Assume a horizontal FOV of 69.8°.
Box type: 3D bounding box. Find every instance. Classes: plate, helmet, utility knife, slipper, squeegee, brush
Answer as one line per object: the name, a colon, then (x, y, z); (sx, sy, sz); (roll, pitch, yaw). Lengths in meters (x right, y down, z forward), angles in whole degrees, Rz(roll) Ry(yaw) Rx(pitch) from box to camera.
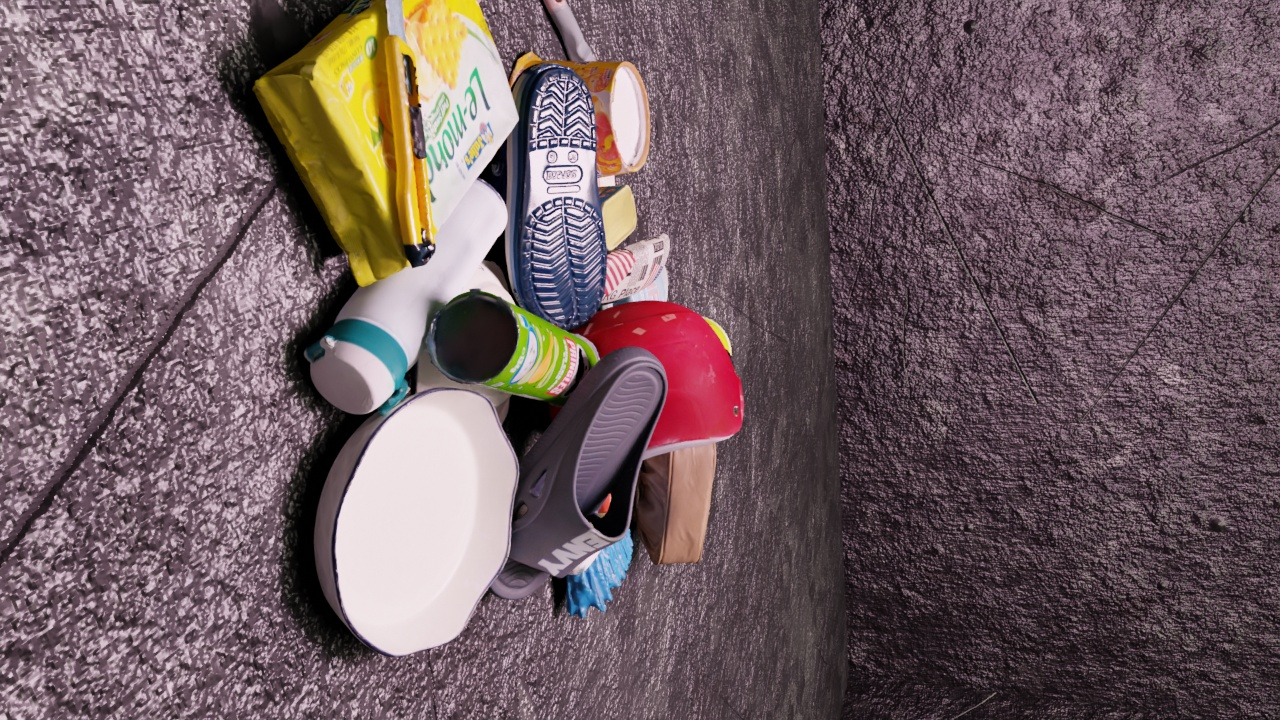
plate: (-0.171, 0.120, 0.708); (0.204, 0.046, 0.205); (-19, 112, -59)
helmet: (-0.006, 0.006, 0.968); (0.239, 0.207, 0.144); (-102, 176, -71)
utility knife: (-0.157, -0.163, 0.617); (0.033, 0.015, 0.202); (-30, 117, -69)
plate: (-0.145, -0.012, 0.824); (0.164, 0.034, 0.163); (-7, 97, -70)
slipper: (0.000, -0.074, 1.155); (0.244, 0.074, 0.104); (-40, 128, -65)
squeegee: (-0.086, -0.379, 0.965); (0.247, 0.040, 0.250); (-63, 157, -19)
brush: (-0.034, 0.160, 1.110); (0.313, 0.061, 0.109); (-63, 144, -55)
slipper: (-0.052, 0.115, 0.815); (0.110, 0.083, 0.268); (24, 101, -47)
slipper: (-0.096, -0.151, 0.872); (0.104, 0.095, 0.253); (-18, 118, -36)

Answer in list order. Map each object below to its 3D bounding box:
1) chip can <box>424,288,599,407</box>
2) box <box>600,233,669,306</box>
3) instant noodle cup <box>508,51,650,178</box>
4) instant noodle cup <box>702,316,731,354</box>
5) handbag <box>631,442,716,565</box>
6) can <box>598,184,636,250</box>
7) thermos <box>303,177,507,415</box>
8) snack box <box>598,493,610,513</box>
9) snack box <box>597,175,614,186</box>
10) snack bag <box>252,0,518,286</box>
chip can: (-0.095, -0.003, 0.761); (0.236, 0.072, 0.072); (28, 64, -76)
box: (-0.026, -0.106, 1.005); (0.075, 0.087, 0.161); (49, 31, 8)
instant noodle cup: (-0.058, -0.245, 0.940); (0.138, 0.110, 0.138); (1, 90, -68)
instant noodle cup: (0.052, -0.006, 1.253); (0.123, 0.112, 0.111); (-5, 95, -65)
handbag: (0.038, 0.159, 1.187); (0.147, 0.099, 0.205); (-112, -154, -65)
can: (-0.059, -0.151, 0.977); (0.101, 0.083, 0.057); (-53, 139, -58)
thermos: (-0.172, -0.053, 0.700); (0.223, 0.073, 0.073); (-68, 151, -43)
snack box: (-0.055, 0.132, 1.003); (0.091, 0.080, 0.082); (-11, 101, -70)
snack box: (-0.054, -0.209, 1.069); (0.076, 0.027, 0.156); (-30, 119, -67)
snack bag: (-0.178, -0.191, 0.678); (0.245, 0.068, 0.158); (-67, 149, -43)
